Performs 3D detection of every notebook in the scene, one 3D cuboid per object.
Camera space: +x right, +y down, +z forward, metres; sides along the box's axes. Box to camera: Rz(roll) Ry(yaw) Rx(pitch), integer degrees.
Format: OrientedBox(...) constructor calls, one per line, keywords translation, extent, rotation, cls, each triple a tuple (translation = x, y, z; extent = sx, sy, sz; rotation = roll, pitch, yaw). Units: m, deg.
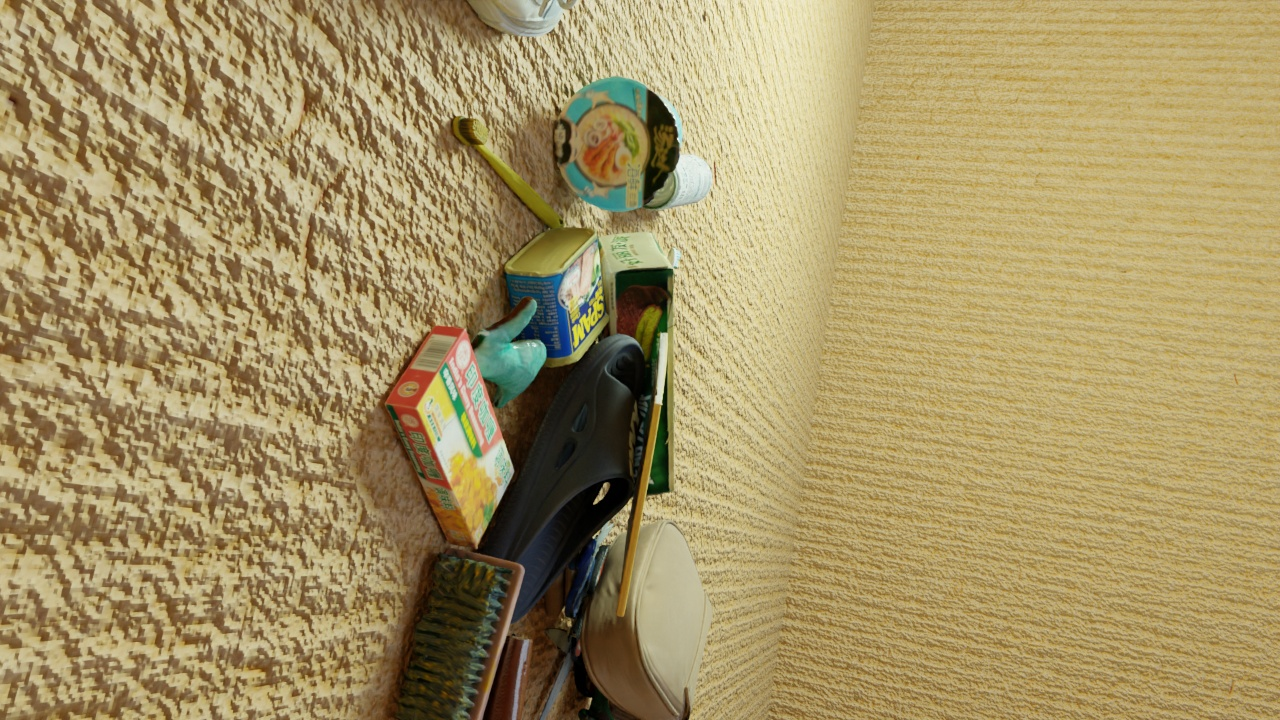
OrientedBox(translation=(0.003, 0.096, 0.800), extent=(0.145, 0.010, 0.207), rotation=(-81, -179, -66), cls="notebook")

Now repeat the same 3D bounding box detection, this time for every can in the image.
OrientedBox(translation=(0.035, -0.200, 1.022), extent=(0.146, 0.058, 0.058), rotation=(-33, 128, -67), cls="can")
OrientedBox(translation=(-0.068, -0.055, 0.762), extent=(0.101, 0.057, 0.083), rotation=(-56, 147, -54), cls="can")

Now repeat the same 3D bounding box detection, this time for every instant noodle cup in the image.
OrientedBox(translation=(-0.010, -0.200, 0.826), extent=(0.120, 0.111, 0.111), rotation=(-60, 153, -67), cls="instant noodle cup")

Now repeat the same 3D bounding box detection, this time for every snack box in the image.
OrientedBox(translation=(-0.132, 0.058, 0.655), extent=(0.156, 0.027, 0.076), rotation=(80, 23, -44), cls="snack box")
OrientedBox(translation=(-0.005, 0.005, 0.900), extent=(0.114, 0.063, 0.240), rotation=(-111, -163, -63), cls="snack box")

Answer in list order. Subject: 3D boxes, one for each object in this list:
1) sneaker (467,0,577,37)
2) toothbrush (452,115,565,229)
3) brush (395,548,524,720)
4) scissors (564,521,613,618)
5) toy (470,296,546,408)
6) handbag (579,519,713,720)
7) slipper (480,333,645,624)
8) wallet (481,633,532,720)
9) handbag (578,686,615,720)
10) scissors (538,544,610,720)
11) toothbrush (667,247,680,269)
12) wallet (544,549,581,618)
OrientedBox(translation=(-0.081, -0.269, 0.579), extent=(0.242, 0.091, 0.089), rotation=(-9, 107, -72), cls="sneaker")
OrientedBox(translation=(-0.095, -0.139, 0.709), extent=(0.190, 0.017, 0.015), rotation=(40, 59, -69), cls="toothbrush")
OrientedBox(translation=(-0.130, 0.214, 0.666), extent=(0.073, 0.063, 0.145), rotation=(57, 44, -69), cls="brush")
OrientedBox(translation=(-0.047, 0.195, 0.909), extent=(0.171, 0.012, 0.140), rotation=(64, 36, -71), cls="scissors")
OrientedBox(translation=(-0.101, -0.005, 0.693), extent=(0.096, 0.030, 0.092), rotation=(-49, 153, 9), cls="toy")
OrientedBox(translation=(0.006, 0.260, 0.910), extent=(0.148, 0.100, 0.204), rotation=(63, 23, -17), cls="handbag")
OrientedBox(translation=(-0.046, 0.109, 0.771), extent=(0.267, 0.083, 0.111), rotation=(-62, 154, -13), cls="slipper")
OrientedBox(translation=(-0.111, 0.261, 0.705), extent=(0.125, 0.032, 0.101), rotation=(142, -38, -67), cls="wallet")
OrientedBox(translation=(-0.020, 0.343, 1.008), extent=(0.120, 0.068, 0.131), rotation=(36, 69, -59), cls="handbag")
OrientedBox(translation=(-0.061, 0.298, 0.983), extent=(0.235, 0.022, 0.220), rotation=(74, 28, -53), cls="scissors")
OrientedBox(translation=(0.022, -0.028, 1.105), extent=(0.027, 0.026, 0.224), rotation=(19, 78, -50), cls="toothbrush")
OrientedBox(translation=(-0.070, 0.181, 0.895), extent=(0.090, 0.033, 0.115), rotation=(-52, 149, -59), cls="wallet")
